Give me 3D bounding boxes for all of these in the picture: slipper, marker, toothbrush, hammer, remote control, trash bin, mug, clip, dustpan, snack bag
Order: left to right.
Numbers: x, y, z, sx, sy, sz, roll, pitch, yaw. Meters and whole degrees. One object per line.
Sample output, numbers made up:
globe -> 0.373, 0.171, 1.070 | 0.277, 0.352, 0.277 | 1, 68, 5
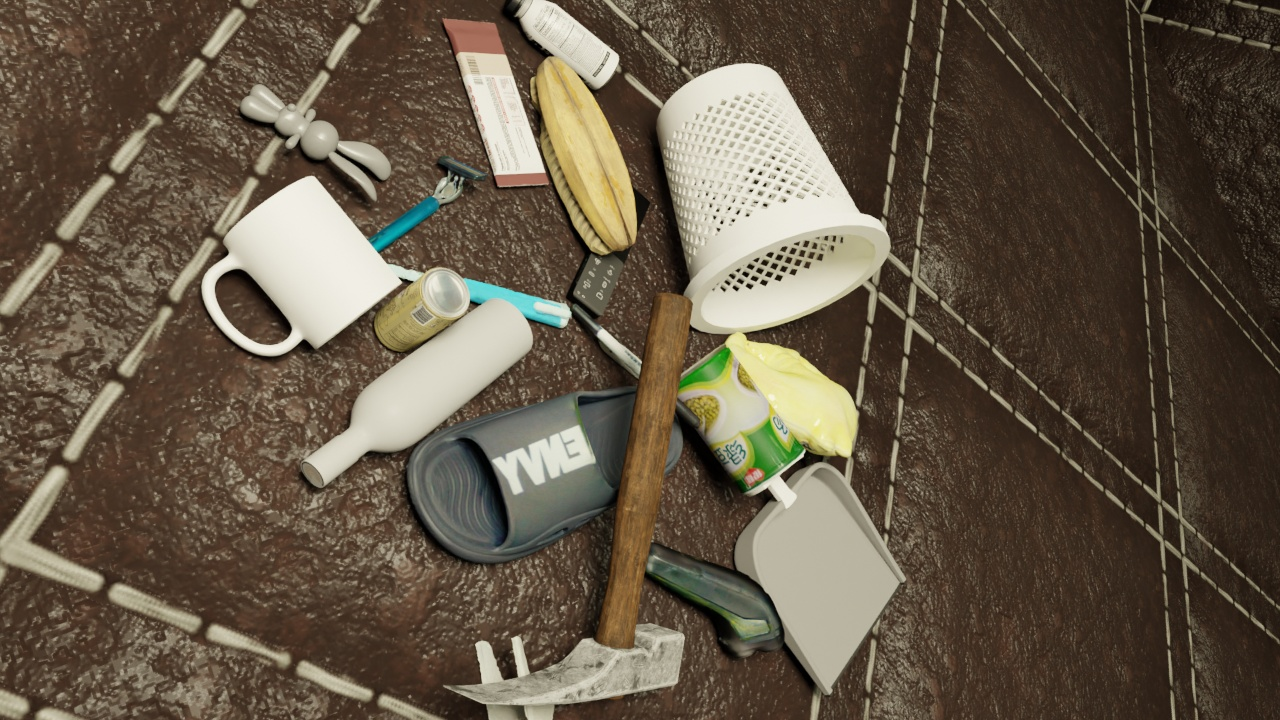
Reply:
mug -> -0.233, -0.054, 0.613 | 0.110, 0.074, 0.090 | -41, 103, -16
snack bag -> -0.127, -0.226, 0.805 | 0.056, 0.013, 0.158 | -15, 83, -41
clip -> -0.082, 0.244, 0.644 | 0.052, 0.058, 0.102 | -8, 78, -18
slipper -> -0.047, 0.077, 0.707 | 0.267, 0.084, 0.110 | -15, 85, -45
hammer -> -0.022, 0.090, 0.651 | 0.217, 0.037, 0.300 | 17, 81, -53
remote control -> -0.027, -0.104, 0.841 | 0.034, 0.013, 0.149 | 38, 52, -23
marker -> -0.005, 0.005, 0.785 | 0.152, 0.011, 0.011 | 43, 47, 7
toothbrush -> 0.031, 0.031, 0.838 | 0.189, 0.016, 0.017 | 39, 42, -23
trash bin -> 0.107, -0.159, 0.875 | 0.195, 0.196, 0.199 | 1, 63, -41
dustpan -> 0.147, 0.157, 0.861 | 0.257, 0.033, 0.162 | 53, 51, -2

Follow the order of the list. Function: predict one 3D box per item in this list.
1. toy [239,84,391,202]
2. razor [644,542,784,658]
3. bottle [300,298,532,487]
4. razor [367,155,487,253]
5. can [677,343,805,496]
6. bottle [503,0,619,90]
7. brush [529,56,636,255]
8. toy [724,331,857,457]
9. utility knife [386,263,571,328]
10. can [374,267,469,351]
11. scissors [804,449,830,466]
toy -> -0.236, -0.162, 0.674 | 0.111, 0.030, 0.049 | 31, 40, -22
razor -> 0.057, 0.202, 0.775 | 0.151, 0.054, 0.067 | 31, 81, -20
bottle -> -0.157, 0.023, 0.651 | 0.052, 0.053, 0.194 | 55, 47, -9
razor -> -0.178, -0.112, 0.712 | 0.042, 0.022, 0.143 | 27, 52, 16
can -> 0.083, 0.052, 0.801 | 0.067, 0.068, 0.121 | -32, 85, -43
bottle -> -0.075, -0.304, 0.861 | 0.116, 0.041, 0.041 | 32, 55, -28
brush -> -0.053, -0.184, 0.824 | 0.059, 0.043, 0.195 | -12, 75, -39
toy -> 0.151, 0.036, 0.892 | 0.170, 0.065, 0.154 | 17, 33, -40
utility knife -> -0.129, -0.057, 0.732 | 0.178, 0.015, 0.022 | 16, 63, -37
can -> -0.157, -0.035, 0.655 | 0.038, 0.080, 0.038 | 17, 63, -35
scissors -> 0.176, 0.158, 0.912 | 0.157, 0.013, 0.166 | -37, 94, -42
